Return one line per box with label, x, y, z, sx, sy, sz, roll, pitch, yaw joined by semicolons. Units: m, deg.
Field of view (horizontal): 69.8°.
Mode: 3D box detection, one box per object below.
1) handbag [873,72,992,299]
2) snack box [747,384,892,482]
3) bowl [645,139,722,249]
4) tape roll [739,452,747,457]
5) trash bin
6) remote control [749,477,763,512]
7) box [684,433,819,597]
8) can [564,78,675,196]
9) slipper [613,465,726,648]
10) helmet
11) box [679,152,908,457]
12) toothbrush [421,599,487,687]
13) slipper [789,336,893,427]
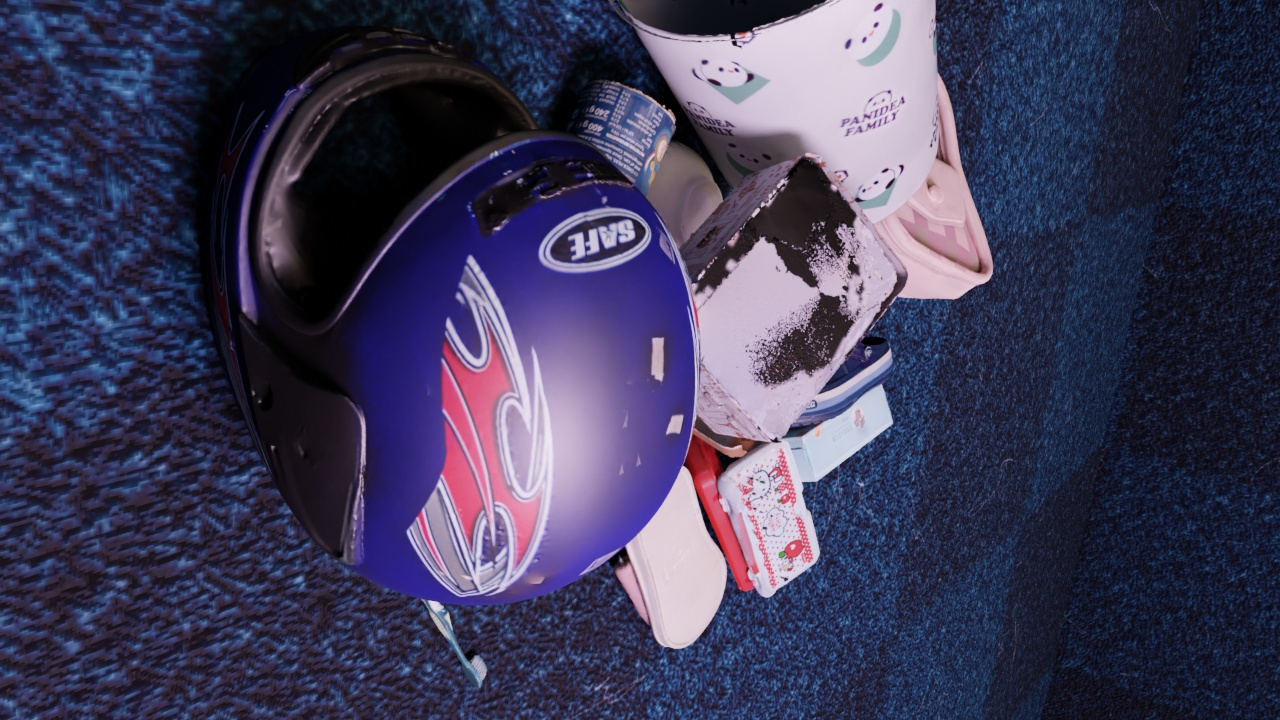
handbag;0.257;-0.184;0.884;0.193;0.094;0.234;15;75;-42
snack box;0.193;0.076;0.978;0.174;0.074;0.051;-25;99;-45
bowl;0.024;-0.122;0.748;0.116;0.066;0.116;-23;121;-46
tape roll;0.138;0.092;1.017;0.085;0.014;0.086;-23;120;-46
trash bin;0.124;-0.240;0.712;0.229;0.230;0.252;-60;146;-16
remote control;0.150;0.115;1.007;0.124;0.024;0.049;-41;132;-41
box;0.117;0.146;0.917;0.101;0.095;0.201;-22;131;1
can;-0.028;-0.138;0.667;0.075;0.075;0.111;33;77;-52
slipper;0.024;0.185;0.874;0.114;0.054;0.275;-48;143;-25
helmet;-0.087;-0.018;0.506;0.246;0.241;0.316;-28;124;-45
box;0.075;-0.039;0.710;0.182;0.185;0.154;-48;111;-17
toothbrush;-0.150;0.186;0.689;0.018;0.016;0.192;-53;140;-40
slipper;0.183;0.006;0.965;0.252;0.105;0.095;-18;97;-41
